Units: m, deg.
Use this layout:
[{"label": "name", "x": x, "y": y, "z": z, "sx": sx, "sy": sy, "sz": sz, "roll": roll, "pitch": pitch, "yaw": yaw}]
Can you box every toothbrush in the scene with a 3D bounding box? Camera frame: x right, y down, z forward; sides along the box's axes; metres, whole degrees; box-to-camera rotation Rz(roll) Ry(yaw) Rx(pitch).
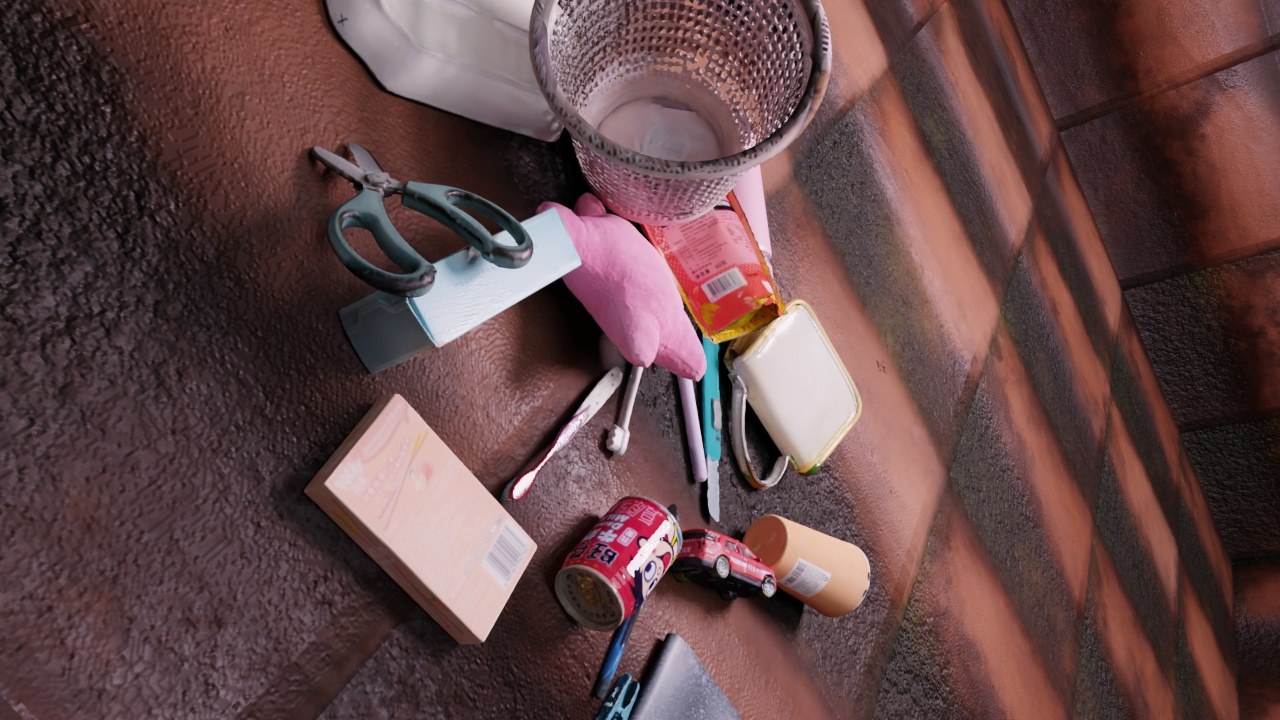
[{"label": "toothbrush", "x": -0.005, "y": 0.005, "z": 0.826, "sx": 0.016, "sy": 0.016, "sz": 0.179, "roll": 36, "pitch": 51, "yaw": -30}, {"label": "toothbrush", "x": 0.000, "y": 0.195, "z": 0.760, "sx": 0.189, "sy": 0.014, "sz": 0.016, "roll": -64, "pitch": 149, "yaw": -41}, {"label": "toothbrush", "x": 0.046, "y": 0.022, "z": 0.879, "sx": 0.021, "sy": 0.029, "sz": 0.189, "roll": -5, "pitch": 79, "yaw": -10}, {"label": "toothbrush", "x": -0.059, "y": 0.056, "z": 0.741, "sx": 0.016, "sy": 0.017, "sz": 0.187, "roll": 57, "pitch": 38, "yaw": -15}]

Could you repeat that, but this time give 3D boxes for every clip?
[{"label": "clip", "x": -0.018, "y": 0.268, "z": 0.710, "sx": 0.048, "sy": 0.015, "sz": 0.056, "roll": 55, "pitch": 41, "yaw": -18}]

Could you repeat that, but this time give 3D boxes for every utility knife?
[{"label": "utility knife", "x": 0.071, "y": 0.054, "z": 0.901, "sx": 0.029, "sy": 0.013, "sz": 0.209, "roll": 23, "pitch": 59, "yaw": -44}]

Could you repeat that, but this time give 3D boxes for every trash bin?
[{"label": "trash bin", "x": 0.024, "y": -0.217, "z": 0.768, "sx": 0.227, "sy": 0.192, "sz": 0.227, "roll": 1, "pitch": 76, "yaw": -4}]

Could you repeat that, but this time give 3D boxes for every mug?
[{"label": "mug", "x": 0.160, "y": 0.200, "z": 0.909, "sx": 0.122, "sy": 0.078, "sz": 0.078, "roll": 30, "pitch": 54, "yaw": -35}]

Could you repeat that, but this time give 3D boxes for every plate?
[{"label": "plate", "x": -0.136, "y": -0.278, "z": 0.757, "sx": 0.265, "sy": 0.034, "sz": 0.162, "roll": 5, "pitch": 73, "yaw": -50}]

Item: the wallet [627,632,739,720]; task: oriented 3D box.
[{"label": "wallet", "x": 0.036, "y": 0.303, "z": 0.761, "sx": 0.121, "sy": 0.019, "sz": 0.097, "roll": 56, "pitch": 43, "yaw": -22}]

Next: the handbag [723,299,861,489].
[{"label": "handbag", "x": 0.141, "y": 0.045, "z": 0.966, "sx": 0.178, "sy": 0.063, "sz": 0.163, "roll": -46, "pitch": 113, "yaw": -32}]

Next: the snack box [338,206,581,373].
[{"label": "snack box", "x": -0.123, "y": -0.053, "z": 0.655, "sx": 0.174, "sy": 0.074, "sz": 0.051, "roll": -38, "pitch": 107, "yaw": -50}]

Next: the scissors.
[{"label": "scissors", "x": -0.164, "y": -0.093, "z": 0.593, "sx": 0.177, "sy": 0.019, "sz": 0.168, "roll": 30, "pitch": 38, "yaw": 7}]

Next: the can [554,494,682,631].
[{"label": "can", "x": -0.017, "y": 0.156, "z": 0.711, "sx": 0.093, "sy": 0.067, "sz": 0.066, "roll": -42, "pitch": 109, "yaw": -49}]

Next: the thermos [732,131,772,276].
[{"label": "thermos", "x": 0.094, "y": -0.149, "z": 0.966, "sx": 0.087, "sy": 0.067, "sz": 0.198, "roll": 10, "pitch": 69, "yaw": -40}]

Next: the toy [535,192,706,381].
[{"label": "toy", "x": -0.007, "y": -0.061, "z": 0.790, "sx": 0.194, "sy": 0.075, "sz": 0.178, "roll": 55, "pitch": 20, "yaw": 1}]

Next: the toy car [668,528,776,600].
[{"label": "toy car", "x": 0.076, "y": 0.185, "z": 0.824, "sx": 0.120, "sy": 0.053, "sz": 0.045, "roll": 35, "pitch": 54, "yaw": -39}]

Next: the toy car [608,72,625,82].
[{"label": "toy car", "x": 0.000, "y": -0.251, "z": 0.916, "sx": 0.105, "sy": 0.031, "sz": 0.049, "roll": 2, "pitch": 78, "yaw": -48}]

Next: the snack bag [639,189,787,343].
[{"label": "snack bag", "x": 0.058, "y": -0.122, "z": 0.885, "sx": 0.128, "sy": 0.073, "sz": 0.207, "roll": -19, "pitch": 76, "yaw": -32}]

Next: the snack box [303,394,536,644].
[{"label": "snack box", "x": -0.140, "y": 0.107, "z": 0.611, "sx": 0.157, "sy": 0.026, "sz": 0.084, "roll": 53, "pitch": 42, "yaw": -23}]
